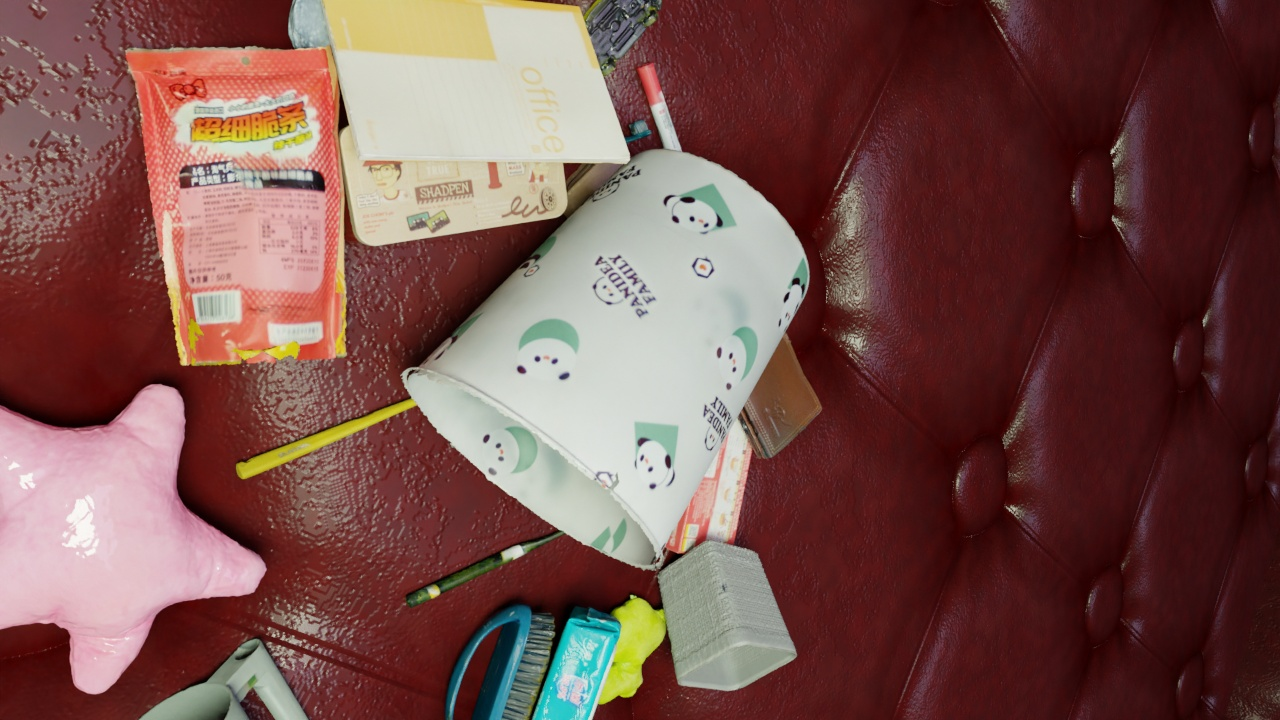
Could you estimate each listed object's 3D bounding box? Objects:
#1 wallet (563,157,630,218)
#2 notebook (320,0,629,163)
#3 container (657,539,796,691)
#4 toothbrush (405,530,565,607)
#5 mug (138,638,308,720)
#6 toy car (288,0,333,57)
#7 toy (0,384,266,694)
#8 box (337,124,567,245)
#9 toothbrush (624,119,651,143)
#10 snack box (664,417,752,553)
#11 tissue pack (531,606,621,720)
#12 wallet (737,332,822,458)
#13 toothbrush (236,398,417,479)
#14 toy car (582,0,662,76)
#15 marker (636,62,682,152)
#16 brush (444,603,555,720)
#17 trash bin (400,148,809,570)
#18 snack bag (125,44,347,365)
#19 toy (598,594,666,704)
[{"bbox_3d":[-0.017,-0.130,0.824,0.090,0.033,0.115,-51,120,-21],"label":"wallet"},{"bbox_3d":[-0.115,-0.205,0.662,0.205,0.010,0.145,-7,71,-32],"label":"notebook"},{"bbox_3d":[0.078,0.243,0.885,0.090,0.090,0.114,24,38,-39],"label":"container"},{"bbox_3d":[-0.118,0.167,0.792,0.185,0.012,0.017,-20,102,-36],"label":"toothbrush"},{"bbox_3d":[-0.284,0.276,0.636,0.123,0.084,0.103,-53,129,-52],"label":"mug"},{"bbox_3d":[-0.192,-0.232,0.666,0.120,0.037,0.054,11,89,-36],"label":"toy car"},{"bbox_3d":[-0.346,0.105,0.560,0.178,0.075,0.195,-31,110,-30],"label":"toy"},{"bbox_3d":[-0.149,-0.142,0.695,0.168,0.078,0.091,-15,106,-31],"label":"box"},{"bbox_3d":[-0.028,-0.184,0.764,0.018,0.016,0.191,67,26,-10],"label":"toothbrush"},{"bbox_3d":[0.073,0.121,0.932,0.075,0.025,0.153,13,87,-40],"label":"snack box"},{"bbox_3d":[-0.058,0.283,0.800,0.050,0.093,0.133,20,82,3],"label":"tissue pack"},{"bbox_3d":[0.129,0.026,0.939,0.101,0.032,0.124,-39,107,-39],"label":"wallet"},{"bbox_3d":[-0.212,0.044,0.697,0.189,0.016,0.016,-25,106,-34],"label":"toothbrush"},{"bbox_3d":[-0.027,-0.291,0.795,0.105,0.032,0.048,-52,125,-8],"label":"toy car"},{"bbox_3d":[0.028,-0.205,0.859,0.017,0.017,0.145,-35,116,-31],"label":"marker"},{"bbox_3d":[-0.125,0.275,0.775,0.073,0.055,0.143,20,83,-19],"label":"brush"},{"bbox_3d":[-0.011,-0.010,0.702,0.251,0.230,0.229,-53,124,-20],"label":"trash bin"},{"bbox_3d":[-0.257,-0.101,0.605,0.128,0.073,0.208,-4,98,-10],"label":"snack bag"},{"bbox_3d":[-0.015,0.276,0.877,0.096,0.031,0.100,-1,96,-37],"label":"toy"}]
